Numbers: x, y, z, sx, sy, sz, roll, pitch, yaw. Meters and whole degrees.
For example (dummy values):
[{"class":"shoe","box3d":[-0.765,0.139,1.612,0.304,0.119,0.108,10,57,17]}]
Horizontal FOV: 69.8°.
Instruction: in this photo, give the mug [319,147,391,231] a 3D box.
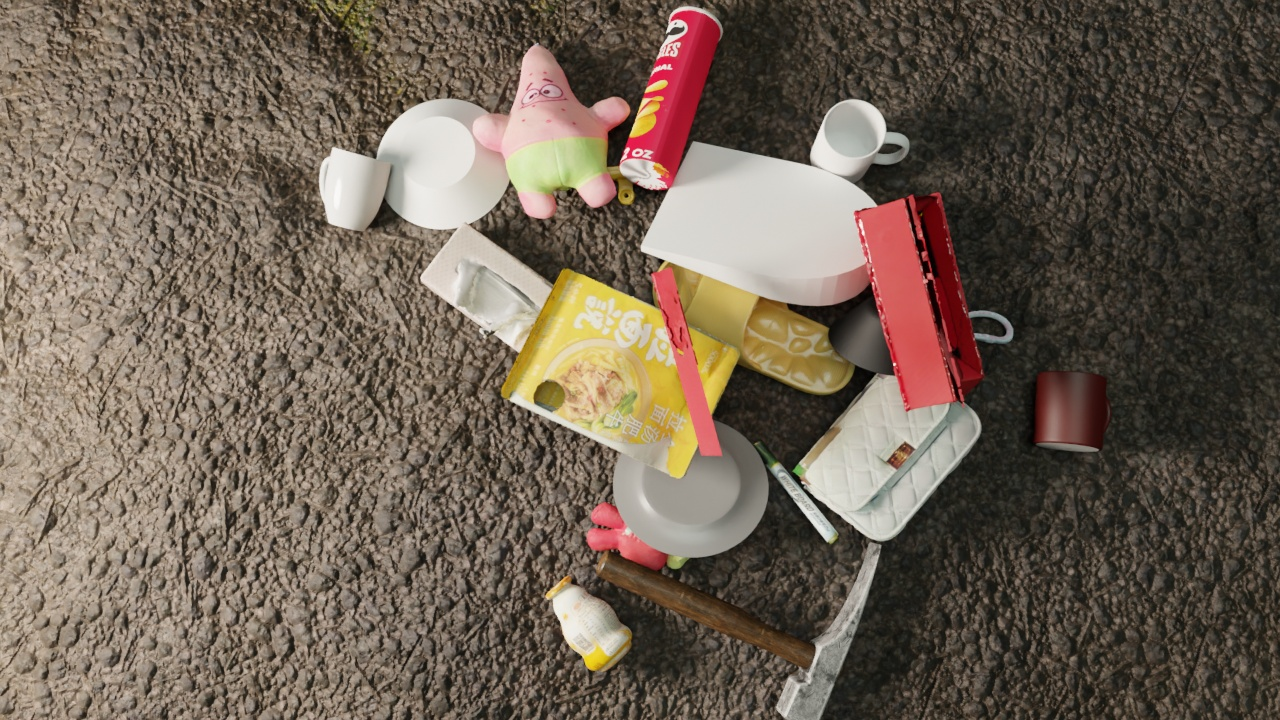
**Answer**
[{"class":"mug","box3d":[-0.365,-0.213,1.136,0.107,0.071,0.089,21,100,33]}]

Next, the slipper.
[{"class":"slipper","box3d":[0.133,-0.041,1.084,0.263,0.078,0.099,27,83,3]}]

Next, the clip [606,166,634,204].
[{"class":"clip","box3d":[-0.019,-0.223,1.146,0.054,0.046,0.048,-5,47,0]}]

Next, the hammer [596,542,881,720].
[{"class":"hammer","box3d":[0.106,0.252,1.033,0.300,0.037,0.217,25,82,-4]}]

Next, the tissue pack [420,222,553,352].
[{"class":"tissue pack","box3d":[-0.171,-0.077,1.106,0.181,0.071,0.104,37,83,3]}]

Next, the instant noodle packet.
[{"class":"instant noodle packet","box3d":[-0.020,0.015,1.025,0.221,0.084,0.163,24,84,9]}]

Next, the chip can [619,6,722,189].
[{"class":"chip can","box3d":[0.038,-0.319,1.118,0.069,0.069,0.220,16,73,4]}]

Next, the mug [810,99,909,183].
[{"class":"mug","box3d":[0.268,-0.259,1.108,0.110,0.090,0.073,7,81,2]}]

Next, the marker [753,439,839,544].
[{"class":"marker","box3d":[0.179,0.151,1.063,0.017,0.017,0.146,-37,67,-5]}]

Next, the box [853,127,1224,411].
[{"class":"box","box3d":[0.403,-0.093,0.941,0.374,0.148,0.213,-14,92,-2]}]

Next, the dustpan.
[{"class":"dustpan","box3d":[0.155,-0.155,1.092,0.258,0.053,0.191,15,55,14]}]

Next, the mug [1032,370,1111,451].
[{"class":"mug","box3d":[0.509,0.063,1.066,0.105,0.073,0.082,13,80,-26]}]

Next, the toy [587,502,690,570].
[{"class":"toy","box3d":[0.006,0.199,1.063,0.135,0.045,0.091,3,87,-3]}]

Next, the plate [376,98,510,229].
[{"class":"plate","box3d":[-0.250,-0.253,1.148,0.174,0.036,0.174,0,81,1]}]

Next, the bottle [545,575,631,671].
[{"class":"bottle","box3d":[-0.060,0.297,1.040,0.063,0.063,0.108,-40,82,-5]}]

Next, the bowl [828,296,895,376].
[{"class":"bowl","box3d":[0.282,-0.039,1.047,0.124,0.123,0.053,10,124,3]}]

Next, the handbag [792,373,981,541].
[{"class":"handbag","box3d":[0.286,0.102,1.052,0.139,0.072,0.195,40,87,14]}]

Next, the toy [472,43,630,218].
[{"class":"toy","box3d":[-0.108,-0.291,1.125,0.192,0.097,0.236,-11,70,-3]}]

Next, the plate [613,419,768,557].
[{"class":"plate","box3d":[0.058,0.139,1.053,0.178,0.012,0.178,-1,57,1]}]
